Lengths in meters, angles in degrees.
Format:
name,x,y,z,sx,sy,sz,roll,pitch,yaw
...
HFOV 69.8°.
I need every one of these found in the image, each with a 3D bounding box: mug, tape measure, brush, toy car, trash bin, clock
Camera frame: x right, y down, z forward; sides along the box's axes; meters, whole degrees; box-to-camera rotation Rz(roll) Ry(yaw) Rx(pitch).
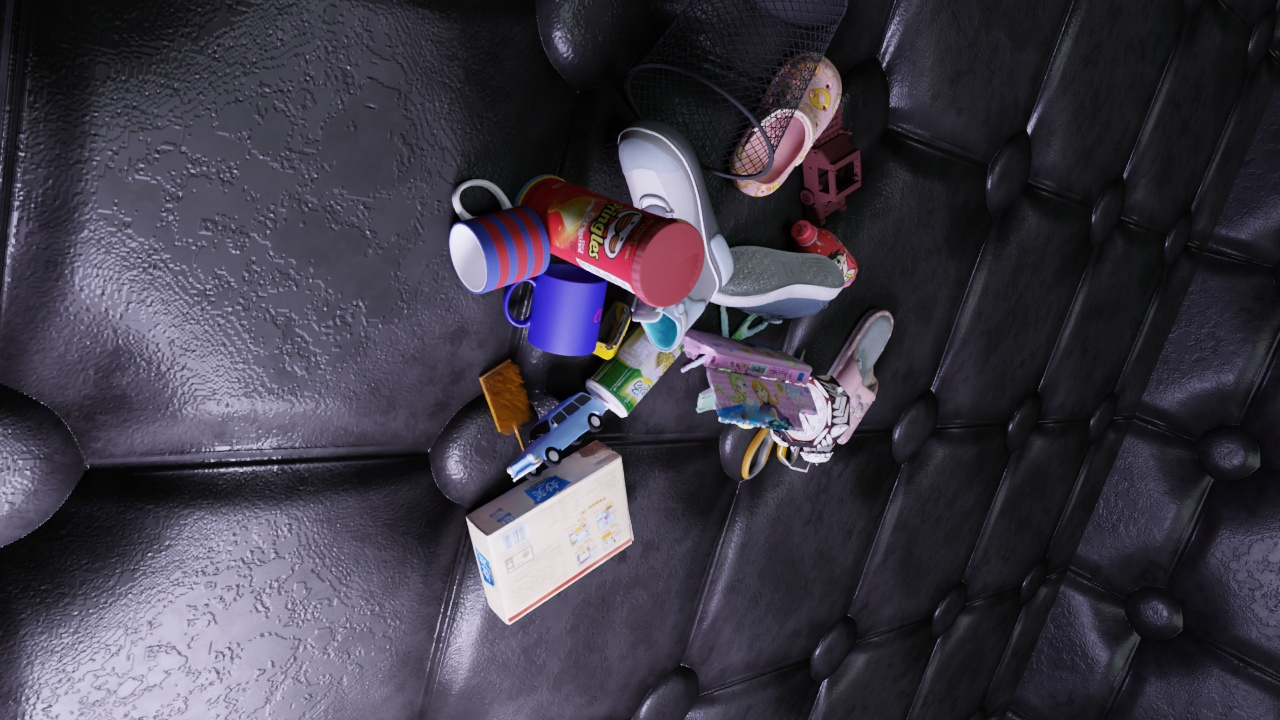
name,x,y,z,sx,sy,sz,roll,pitch,yaw
mug,-0.150,-0.132,0.941,0.076,0.075,0.112,-23,99,-34
mug,-0.098,-0.060,1.025,0.111,0.079,0.084,5,110,-15
tape measure,-0.039,-0.036,1.100,0.064,0.037,0.065,107,7,-73
brush,0.153,0.039,1.344,0.217,0.012,0.033,-15,124,-46
brush,-0.150,0.060,1.074,0.048,0.017,0.126,-34,131,-26
toy car,-0.099,0.088,1.084,0.055,0.056,0.153,53,43,-2
toy car,0.258,-0.270,1.257,0.070,0.062,0.170,-34,131,-27
trash bin,0.115,-0.340,1.007,0.210,0.184,0.184,-58,138,-12
clock,0.256,0.094,1.382,0.065,0.115,0.155,-1,113,-43

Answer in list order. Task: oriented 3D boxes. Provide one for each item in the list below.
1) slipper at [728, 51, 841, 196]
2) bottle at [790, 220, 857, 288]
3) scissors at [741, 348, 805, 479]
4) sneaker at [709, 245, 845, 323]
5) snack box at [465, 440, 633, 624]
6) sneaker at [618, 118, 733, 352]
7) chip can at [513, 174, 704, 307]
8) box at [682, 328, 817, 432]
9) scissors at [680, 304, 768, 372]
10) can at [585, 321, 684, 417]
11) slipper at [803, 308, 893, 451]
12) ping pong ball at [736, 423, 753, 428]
name,x,y,z,sx,sy,sz,roll,pitch,yaw
slipper,0.190,-0.294,1.149,0.093,0.081,0.197,32,92,-16
bottle,0.259,-0.156,1.319,0.137,0.062,0.062,33,87,-48
scissors,0.213,0.091,1.436,0.174,0.016,0.226,-27,129,-31
sneaker,0.171,-0.096,1.254,0.235,0.089,0.088,-1,146,-27
snack box,-0.109,0.216,1.167,0.206,0.055,0.153,-28,128,-31
sneaker,0.018,-0.134,1.047,0.160,0.093,0.257,-61,142,-31
chip can,-0.038,-0.127,0.936,0.086,0.213,0.087,-22,124,-35
box,0.154,0.020,1.230,0.230,0.160,0.062,10,126,-43
scissors,0.121,-0.021,1.297,0.172,0.021,0.172,-26,130,-26
can,-0.007,0.007,1.146,0.120,0.067,0.067,-49,136,-14
slipper,0.352,0.043,1.518,0.114,0.054,0.274,22,95,-47
ping pong ball,0.158,0.081,1.363,0.040,0.040,0.040,-21,125,-35
